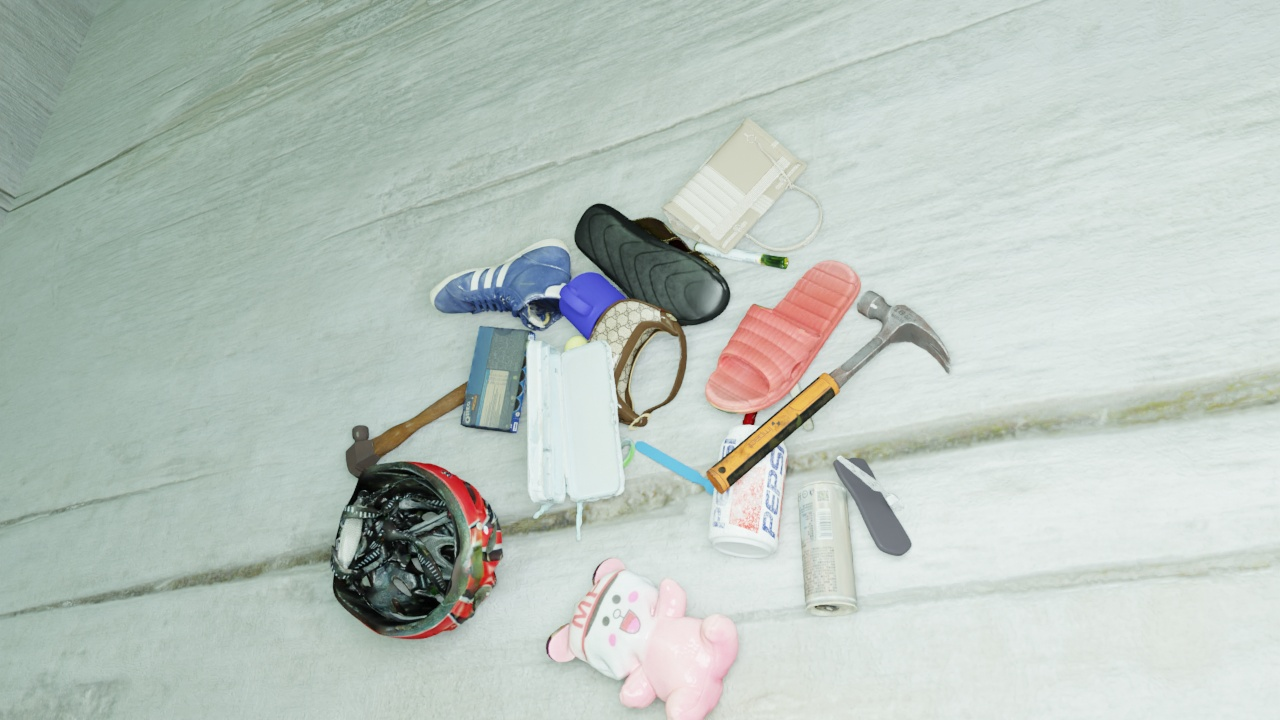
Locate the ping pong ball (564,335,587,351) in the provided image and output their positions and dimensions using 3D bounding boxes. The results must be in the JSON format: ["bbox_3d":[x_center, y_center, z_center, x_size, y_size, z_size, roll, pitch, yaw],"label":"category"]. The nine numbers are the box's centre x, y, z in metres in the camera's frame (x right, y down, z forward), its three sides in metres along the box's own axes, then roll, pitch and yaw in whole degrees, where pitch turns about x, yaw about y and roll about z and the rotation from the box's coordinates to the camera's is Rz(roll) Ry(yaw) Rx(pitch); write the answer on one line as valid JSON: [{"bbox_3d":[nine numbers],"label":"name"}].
[{"bbox_3d":[-0.087,-0.015,1.288,0.040,0.040,0.040,-15,57,24],"label":"ping pong ball"}]

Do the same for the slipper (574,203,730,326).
[{"bbox_3d":[0.017,-0.133,1.274,0.268,0.075,0.113,35,103,28],"label":"slipper"}]

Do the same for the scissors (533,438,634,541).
[{"bbox_3d":[-0.079,0.150,1.210,0.171,0.023,0.167,-37,56,9],"label":"scissors"}]

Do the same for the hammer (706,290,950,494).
[{"bbox_3d":[0.205,0.046,1.019,0.313,0.035,0.138,-38,50,-17],"label":"hammer"}]

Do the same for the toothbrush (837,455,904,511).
[{"bbox_3d":[0.233,0.125,0.920,0.010,0.181,0.010,-38,53,14],"label":"toothbrush"}]

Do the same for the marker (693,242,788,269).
[{"bbox_3d":[0.134,-0.143,1.241,0.147,0.017,0.017,16,73,36],"label":"marker"}]

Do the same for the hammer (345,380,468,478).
[{"bbox_3d":[-0.311,0.079,1.379,0.323,0.033,0.115,-32,50,12],"label":"hammer"}]

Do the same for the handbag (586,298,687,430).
[{"bbox_3d":[-0.007,0.007,1.199,0.138,0.063,0.166,33,102,33],"label":"handbag"}]

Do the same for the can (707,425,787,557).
[{"bbox_3d":[0.123,0.149,1.041,0.078,0.078,0.136,-4,62,30],"label":"can"}]

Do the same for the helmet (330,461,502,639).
[{"bbox_3d":[-0.279,0.242,1.174,0.272,0.166,0.217,8,83,42],"label":"helmet"}]

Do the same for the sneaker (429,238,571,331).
[{"bbox_3d":[-0.203,-0.082,1.373,0.233,0.091,0.118,-21,57,10],"label":"sneaker"}]

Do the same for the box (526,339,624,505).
[{"bbox_3d":[-0.072,0.074,1.162,0.125,0.106,0.215,-4,78,9],"label":"box"}]

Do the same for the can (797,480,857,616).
[{"bbox_3d":[0.199,0.200,0.981,0.054,0.054,0.135,-14,58,24],"label":"can"}]

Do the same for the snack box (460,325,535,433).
[{"bbox_3d":[-0.205,0.027,1.318,0.082,0.027,0.150,6,77,19],"label":"snack box"}]

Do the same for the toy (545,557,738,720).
[{"bbox_3d":[0.003,0.310,1.020,0.213,0.084,0.141,16,70,35],"label":"toy"}]

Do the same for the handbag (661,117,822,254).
[{"bbox_3d":[0.159,-0.212,1.245,0.175,0.062,0.198,-47,58,-5],"label":"handbag"}]

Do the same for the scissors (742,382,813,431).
[{"bbox_3d":[0.164,0.020,1.132,0.187,0.015,0.179,-50,49,-3],"label":"scissors"}]

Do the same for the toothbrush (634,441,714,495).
[{"bbox_3d":[0.052,0.136,1.138,0.167,0.014,0.016,25,78,43],"label":"toothbrush"}]

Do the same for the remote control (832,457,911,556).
[{"bbox_3d":[0.249,0.156,0.986,0.009,0.046,0.124,-62,38,40],"label":"remote control"}]

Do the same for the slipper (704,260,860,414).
[{"bbox_3d":[0.172,-0.037,1.116,0.248,0.059,0.103,-46,50,-10],"label":"slipper"}]

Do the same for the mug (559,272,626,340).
[{"bbox_3d":[-0.068,-0.073,1.264,0.079,0.111,0.083,-53,49,10],"label":"mug"}]
